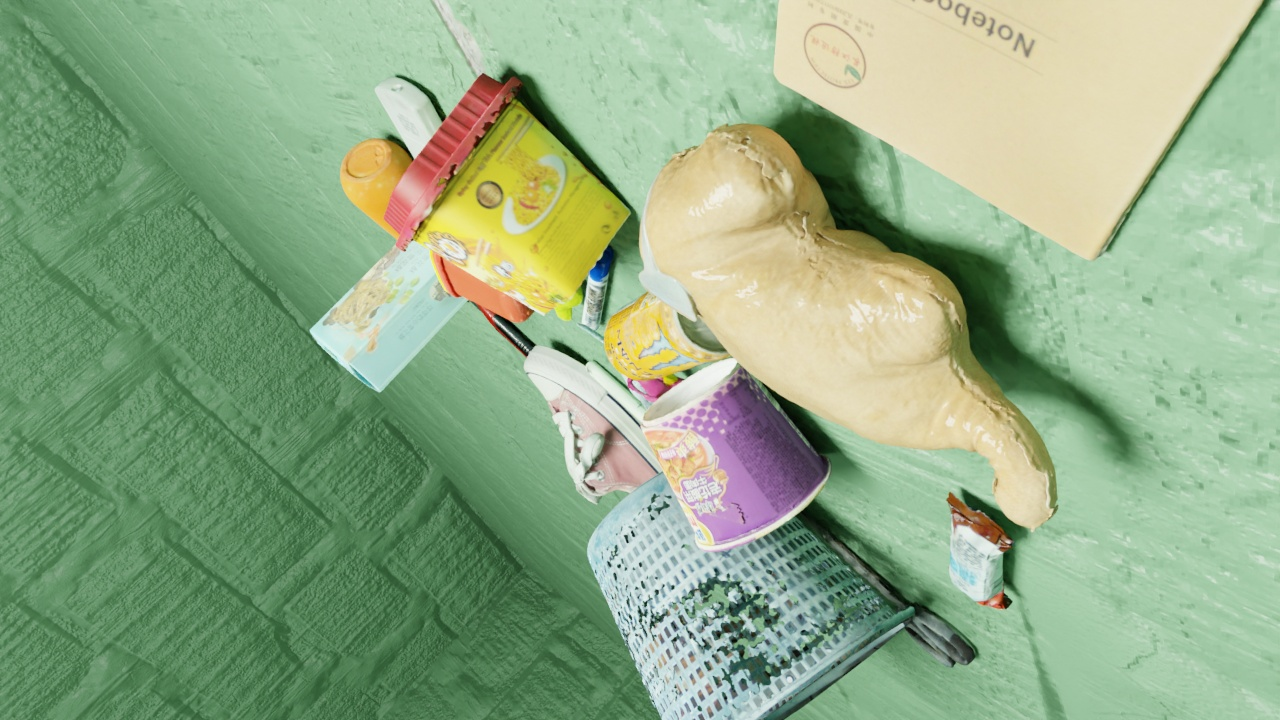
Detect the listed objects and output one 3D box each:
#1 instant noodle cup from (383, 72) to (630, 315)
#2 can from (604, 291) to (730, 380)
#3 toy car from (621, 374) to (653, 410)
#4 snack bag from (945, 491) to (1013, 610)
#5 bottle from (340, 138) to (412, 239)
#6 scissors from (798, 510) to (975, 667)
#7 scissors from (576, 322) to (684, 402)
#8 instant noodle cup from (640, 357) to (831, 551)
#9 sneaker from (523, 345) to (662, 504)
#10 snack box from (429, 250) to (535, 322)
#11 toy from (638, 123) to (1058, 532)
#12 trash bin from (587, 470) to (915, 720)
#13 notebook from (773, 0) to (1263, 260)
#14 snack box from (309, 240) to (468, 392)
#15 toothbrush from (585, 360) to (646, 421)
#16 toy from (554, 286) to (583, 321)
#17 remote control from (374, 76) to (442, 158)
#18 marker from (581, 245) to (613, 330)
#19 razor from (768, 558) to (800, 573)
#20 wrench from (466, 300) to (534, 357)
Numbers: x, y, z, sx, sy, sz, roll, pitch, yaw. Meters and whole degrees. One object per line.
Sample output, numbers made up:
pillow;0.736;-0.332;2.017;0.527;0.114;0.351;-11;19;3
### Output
instant noodle cup;-0.084;-0.098;0.592;0.123;0.116;0.116;37;164;-13
can;0.023;-0.022;0.595;0.058;0.058;0.146;47;162;-7
toy car;0.021;0.033;0.765;0.105;0.031;0.049;36;160;29
snack bag;0.205;0.120;0.561;0.045;0.026;0.105;42;164;39
bottle;-0.223;-0.143;0.870;0.067;0.066;0.149;35;167;29
scissors;0.199;0.181;0.742;0.175;0.014;0.133;54;161;-19
scissors;-0.006;0.004;0.716;0.135;0.017;0.107;33;-161;22
instant noodle cup;0.059;0.060;0.631;0.099;0.111;0.112;55;161;-8
sneaker;-0.039;0.089;0.928;0.241;0.087;0.118;46;163;-6
snack box;-0.100;-0.082;0.684;0.080;0.091;0.082;32;160;17
toy;0.095;-0.013;0.424;0.226;0.082;0.143;41;171;2
trash bin;0.067;0.189;0.734;0.195;0.226;0.227;53;167;24
notebook;0.104;-0.127;0.266;0.148;0.008;0.208;38;161;21
snack box;-0.208;-0.060;0.829;0.074;0.174;0.051;30;163;40
toothbrush;0.018;0.061;0.856;0.189;0.020;0.029;40;157;18
toy;-0.090;-0.074;0.766;0.100;0.031;0.097;4;126;56
remote control;-0.163;-0.163;0.748;0.058;0.021;0.150;33;159;34
marker;-0.035;-0.053;0.720;0.017;0.016;0.146;42;162;8
razor;0.097;0.153;0.870;0.043;0.028;0.132;-31;108;36
wrench;-0.145;-0.034;1.008;0.273;0.016;0.056;44;163;5
